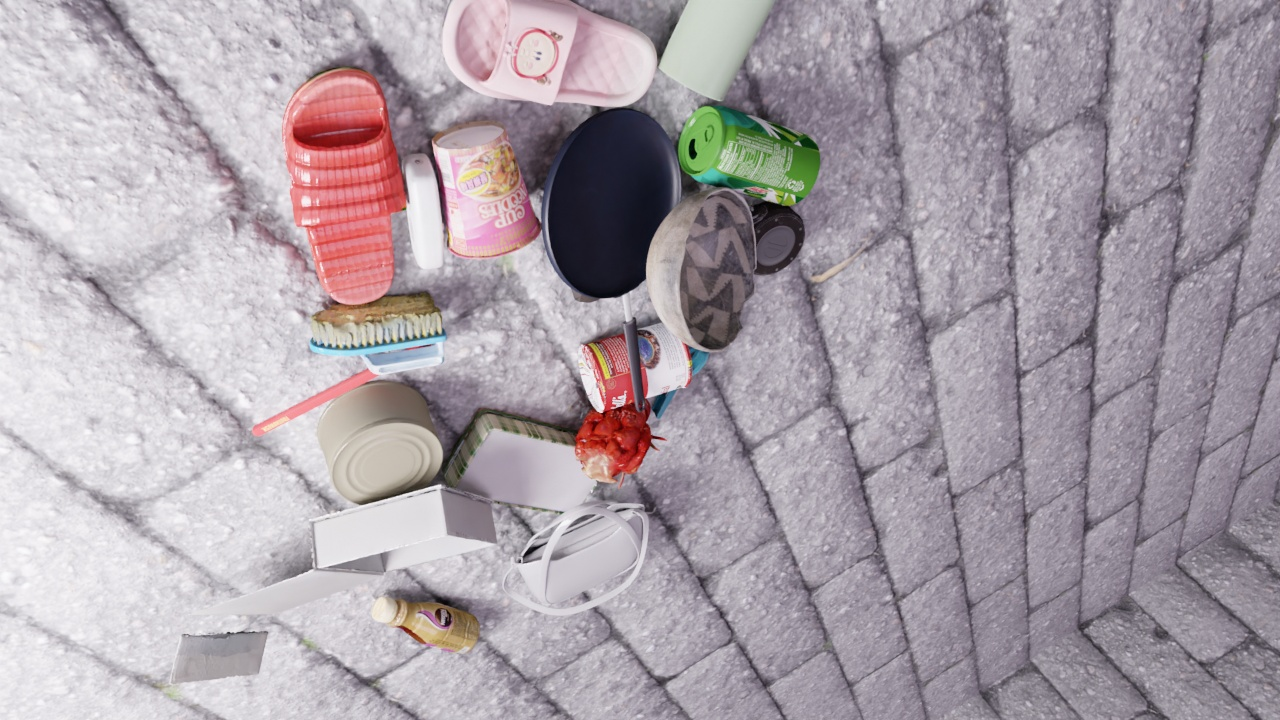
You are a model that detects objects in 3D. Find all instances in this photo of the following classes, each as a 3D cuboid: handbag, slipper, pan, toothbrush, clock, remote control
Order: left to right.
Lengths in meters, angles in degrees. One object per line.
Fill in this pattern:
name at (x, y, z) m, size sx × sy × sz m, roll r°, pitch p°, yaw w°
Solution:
toothbrush at (-0.325, 0.033, 1.007) m, size 0.212 × 0.018 × 0.012 m, roll -28°, pitch 135°, yaw -7°
slipper at (-0.272, -0.147, 0.858) m, size 0.103 × 0.059 × 0.249 m, roll -11°, pitch 133°, yaw -23°
remote control at (-0.211, -0.143, 0.895) m, size 0.028 × 0.060 × 0.114 m, roll -13°, pitch 133°, yaw -19°
slipper at (-0.080, -0.284, 0.858) m, size 0.221 × 0.055 × 0.107 m, roll 2°, pitch 127°, yaw -33°
handbag at (-0.088, 0.261, 1.258) m, size 0.215 × 0.095 × 0.223 m, roll -23°, pitch 150°, yaw -13°
pan at (-0.021, -0.095, 1.004) m, size 0.198 × 0.021 × 0.357 m, roll -31°, pitch 127°, yaw -36°
clock at (0.149, -0.151, 1.114) m, size 0.122 × 0.043 × 0.091 m, roll 9°, pitch 121°, yaw -36°

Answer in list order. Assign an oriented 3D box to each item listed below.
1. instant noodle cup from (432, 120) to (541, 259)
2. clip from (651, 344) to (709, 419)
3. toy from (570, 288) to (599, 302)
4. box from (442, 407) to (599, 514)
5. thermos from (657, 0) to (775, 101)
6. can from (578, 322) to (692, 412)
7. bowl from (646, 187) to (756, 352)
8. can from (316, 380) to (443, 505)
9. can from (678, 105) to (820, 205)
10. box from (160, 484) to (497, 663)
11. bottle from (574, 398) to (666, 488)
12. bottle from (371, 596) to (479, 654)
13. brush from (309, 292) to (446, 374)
instant noodle cup at (-0.153, -0.169, 0.891) m, size 0.097 × 0.097 × 0.109 m, roll -20°, pitch 127°, yaw -15°
clip at (0.034, 0.015, 1.202) m, size 0.119 × 0.027 × 0.102 m, roll -43°, pitch 138°, yaw 9°
toy at (-0.053, -0.113, 1.020) m, size 0.076 × 0.062 × 0.100 m, roll -42°, pitch 152°, yaw -53°
box at (-0.141, 0.133, 1.181) m, size 0.205 × 0.051 × 0.118 m, roll 16°, pitch 114°, yaw -39°
thermos at (0.098, -0.372, 0.875) m, size 0.082 × 0.082 × 0.232 m, roll 10°, pitch 121°, yaw -36°
can at (-0.007, 0.006, 1.124) m, size 0.116 × 0.086 × 0.087 m, roll -16°, pitch 133°, yaw -18°
bowl at (0.056, -0.100, 1.003) m, size 0.178 × 0.081 × 0.178 m, roll -21°, pitch 115°, yaw -57°
can at (-0.294, 0.095, 1.039) m, size 0.127 × 0.073 × 0.128 m, roll -16°, pitch 133°, yaw -18°
can at (0.120, -0.224, 1.007) m, size 0.144 × 0.083 × 0.083 m, roll 7°, pitch 122°, yaw -35°
box at (-0.360, 0.247, 1.082) m, size 0.369 × 0.098 × 0.166 m, roll -22°, pitch 161°, yaw 7°
bottle at (-0.027, 0.099, 1.158) m, size 0.099 × 0.111 × 0.099 m, roll 10°, pitch 135°, yaw 10°
bottle at (-0.299, 0.363, 1.273) m, size 0.060 × 0.059 × 0.166 m, roll -45°, pitch 134°, yaw 10°
brush at (-0.276, -0.022, 0.963) m, size 0.135 × 0.055 × 0.075 m, roll -10°, pitch 125°, yaw -23°
